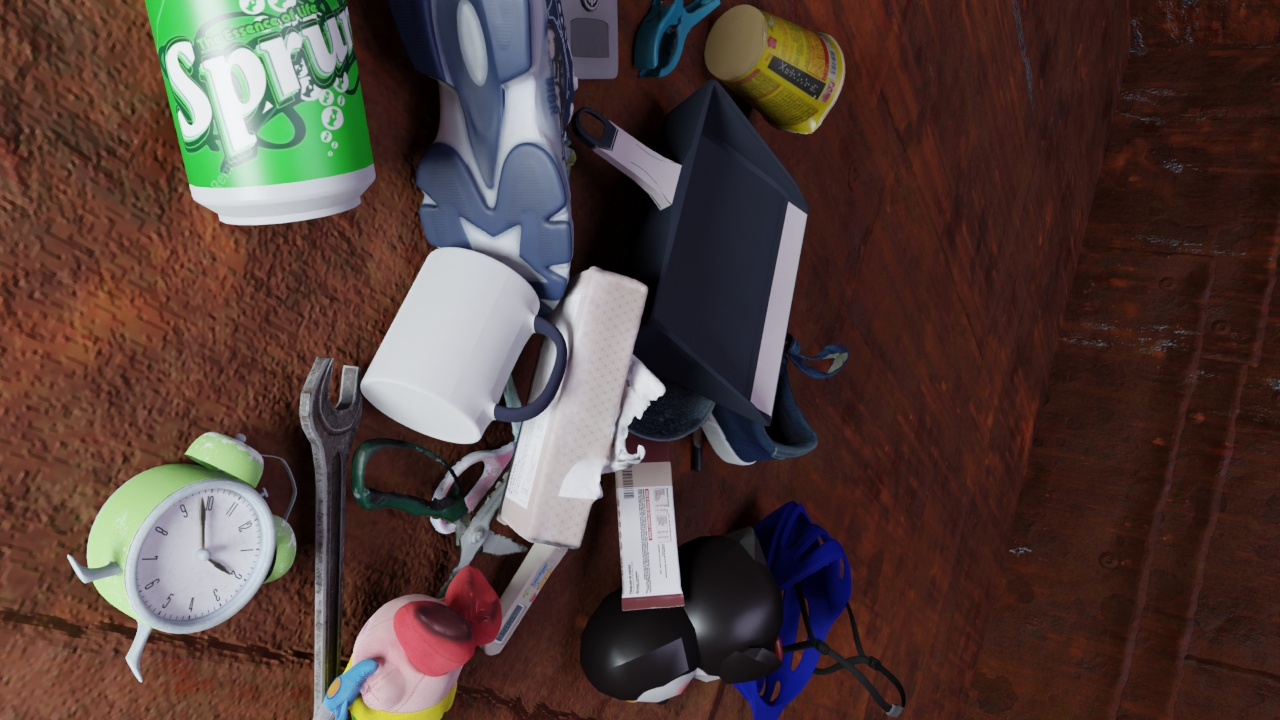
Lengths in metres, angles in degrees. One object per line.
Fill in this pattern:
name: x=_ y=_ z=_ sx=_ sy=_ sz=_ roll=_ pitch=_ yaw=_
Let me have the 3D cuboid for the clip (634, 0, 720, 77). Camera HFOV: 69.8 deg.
clip: x=0.028 y=-0.283 z=0.776 sx=0.097 sy=0.026 sz=0.116 roll=42 pitch=64 yaw=-50

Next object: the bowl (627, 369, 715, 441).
bowl: x=-0.004 y=0.004 z=0.758 sx=0.137 sy=0.057 sz=0.137 roll=10 pitch=70 yaw=-30

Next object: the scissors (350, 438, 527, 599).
scissors: x=-0.146 y=0.129 z=0.616 sx=0.201 sy=0.015 sz=0.206 roll=-58 pitch=143 yaw=-20

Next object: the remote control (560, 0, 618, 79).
remote control: x=-0.043 y=-0.284 z=0.671 sx=0.074 sy=0.019 sz=0.151 roll=-23 pitch=118 yaw=-52

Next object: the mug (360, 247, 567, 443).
mug: x=-0.101 y=-0.004 z=0.572 sx=0.079 sy=0.112 sz=0.096 roll=91 pitch=18 yaw=-63

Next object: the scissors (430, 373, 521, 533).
scissors: x=-0.096 y=0.081 z=0.698 sx=0.176 sy=0.013 sz=0.171 roll=-40 pitch=132 yaw=-43

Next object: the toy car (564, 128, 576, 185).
toy car: x=-0.066 y=-0.124 z=0.666 sx=0.027 sy=0.039 sz=0.090 roll=1 pitch=98 yaw=-21

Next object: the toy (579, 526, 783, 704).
toy: x=0.031 y=0.232 z=0.826 sx=0.183 sy=0.159 sz=0.140 roll=-15 pitch=123 yaw=-35

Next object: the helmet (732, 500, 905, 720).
helmet: x=0.189 y=0.281 z=0.988 sx=0.147 sy=0.228 sz=0.241 roll=31 pitch=74 yaw=-45

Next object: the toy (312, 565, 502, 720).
toy: x=-0.144 y=0.203 z=0.562 sx=0.131 sy=0.097 sz=0.124 roll=-43 pitch=178 yaw=13

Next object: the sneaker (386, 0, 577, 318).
sneaker: x=-0.078 y=-0.160 z=0.595 sx=0.132 sy=0.103 sz=0.270 roll=-61 pitch=153 yaw=-53

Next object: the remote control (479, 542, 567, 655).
remote control: x=-0.086 y=0.171 z=0.713 sx=0.125 sy=0.018 sz=0.038 roll=-57 pitch=161 yaw=-15

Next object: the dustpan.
dustpan: x=0.045 y=-0.110 z=0.739 sx=0.273 sy=0.080 sz=0.235 roll=26 pitch=62 yaw=-24

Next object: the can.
can: x=-0.181 y=-0.141 z=0.441 sx=0.087 sy=0.088 sz=0.140 roll=-30 pitch=123 yaw=-49

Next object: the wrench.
wrench: x=-0.188 y=0.130 z=0.555 sx=0.070 sy=0.010 sz=0.273 roll=-52 pitch=148 yaw=-78

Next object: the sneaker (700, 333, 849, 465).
sneaker: x=0.096 y=-0.023 z=0.842 sx=0.120 sy=0.127 sz=0.295 roll=-50 pitch=124 yaw=-37

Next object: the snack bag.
snack bag: x=0.005 y=0.133 z=0.795 sx=0.057 sy=0.013 sz=0.157 roll=-1 pitch=76 yaw=-14

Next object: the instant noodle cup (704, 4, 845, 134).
instant noodle cup: x=0.120 y=-0.280 z=0.860 sx=0.112 sy=0.100 sz=0.100 roll=10 pitch=91 yaw=-47

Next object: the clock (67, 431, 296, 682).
clock: x=-0.229 y=0.091 z=0.475 sx=0.119 sy=0.043 sz=0.094 roll=-38 pitch=130 yaw=-45

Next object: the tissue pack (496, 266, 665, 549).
tissue pack: x=-0.038 y=0.034 z=0.621 sx=0.071 sy=0.104 sz=0.181 roll=19 pitch=82 yaw=-20

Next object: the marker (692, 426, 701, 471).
marker: x=0.057 y=0.041 z=0.920 sx=0.011 sy=0.011 sz=0.152 roll=-24 pitch=119 yaw=-51
